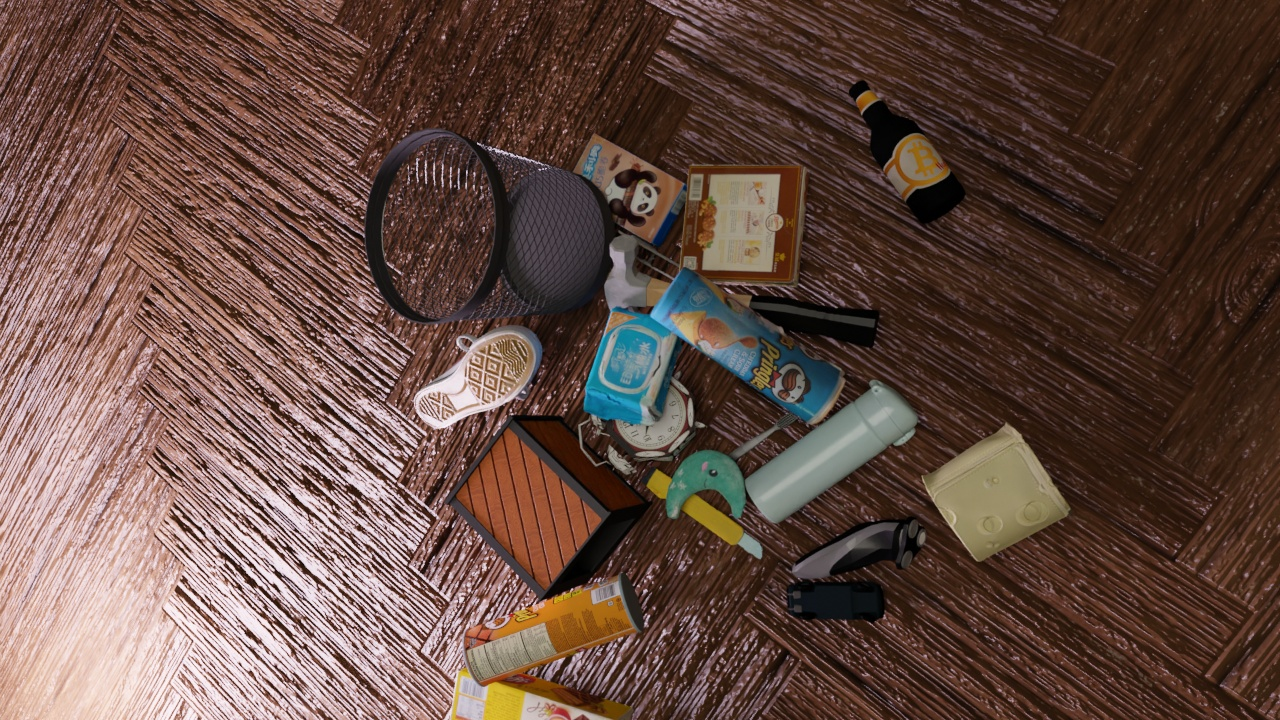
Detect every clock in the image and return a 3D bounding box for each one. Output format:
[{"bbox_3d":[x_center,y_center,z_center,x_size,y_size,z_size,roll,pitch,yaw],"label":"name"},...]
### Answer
[{"bbox_3d":[-0.003,0.080,1.144,0.155,0.065,0.114,-24,75,1],"label":"clock"}]

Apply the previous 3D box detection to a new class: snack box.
[{"bbox_3d":[-0.131,0.474,1.176,0.230,0.061,0.110,9,90,22],"label":"snack box"},{"bbox_3d":[0.127,-0.165,1.125,0.147,0.041,0.143,4,88,22],"label":"snack box"},{"bbox_3d":[-0.018,-0.221,1.189,0.151,0.034,0.087,33,99,21],"label":"snack box"}]

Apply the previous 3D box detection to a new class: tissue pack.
[{"bbox_3d":[-0.006,0.006,1.095,0.093,0.062,0.144,13,73,11],"label":"tissue pack"}]

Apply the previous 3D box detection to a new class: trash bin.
[{"bbox_3d":[-0.112,0.177,1.144,0.172,0.139,0.140,42,101,18],"label":"trash bin"},{"bbox_3d":[-0.174,-0.152,1.119,0.218,0.226,0.218,1,92,36],"label":"trash bin"}]

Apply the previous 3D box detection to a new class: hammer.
[{"bbox_3d":[0.117,-0.065,1.102,0.328,0.039,0.131,11,130,14],"label":"hammer"}]

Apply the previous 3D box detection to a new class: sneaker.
[{"bbox_3d":[-0.205,0.015,1.221,0.242,0.087,0.118,-28,100,37],"label":"sneaker"}]

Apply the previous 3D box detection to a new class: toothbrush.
[{"bbox_3d":[0.125,0.110,1.126,0.168,0.013,0.013,-37,74,18],"label":"toothbrush"}]

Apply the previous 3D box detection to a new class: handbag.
[{"bbox_3d":[0.383,0.142,0.987,0.119,0.081,0.111,-35,88,13],"label":"handbag"}]

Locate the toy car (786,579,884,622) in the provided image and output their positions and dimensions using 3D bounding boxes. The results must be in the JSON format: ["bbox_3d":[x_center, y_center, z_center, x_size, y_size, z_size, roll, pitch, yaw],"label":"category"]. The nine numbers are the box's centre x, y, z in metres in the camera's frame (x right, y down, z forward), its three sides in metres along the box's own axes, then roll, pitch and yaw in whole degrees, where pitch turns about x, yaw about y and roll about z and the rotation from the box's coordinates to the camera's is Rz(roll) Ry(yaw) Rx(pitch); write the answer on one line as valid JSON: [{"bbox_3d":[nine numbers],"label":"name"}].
[{"bbox_3d":[0.226,0.278,1.063,0.112,0.034,0.046,-5,84,22],"label":"toy car"}]

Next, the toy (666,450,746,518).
[{"bbox_3d":[0.080,0.150,1.112,0.105,0.033,0.085,-5,67,30],"label":"toy"}]

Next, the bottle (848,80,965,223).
[{"bbox_3d":[0.297,-0.246,1.054,0.059,0.059,0.181,-34,75,16],"label":"bottle"}]

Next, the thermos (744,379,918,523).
[{"bbox_3d":[0.220,0.106,1.060,0.207,0.065,0.078,-38,96,15],"label":"thermos"}]

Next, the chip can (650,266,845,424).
[{"bbox_3d":[0.125,-0.018,1.057,0.229,0.079,0.080,34,99,-4],"label":"chip can"}]

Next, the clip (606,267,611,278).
[{"bbox_3d":[-0.068,-0.128,1.206,0.054,0.044,0.049,-10,108,22],"label":"clip"}]

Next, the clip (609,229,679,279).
[{"bbox_3d":[0.006,-0.145,1.166,0.050,0.101,0.058,-53,28,18],"label":"clip"}]

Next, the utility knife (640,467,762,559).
[{"bbox_3d":[0.076,0.189,1.136,0.179,0.017,0.030,34,103,23],"label":"utility knife"}]

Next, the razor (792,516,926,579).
[{"bbox_3d":[0.246,0.219,1.051,0.156,0.057,0.060,-18,52,27],"label":"razor"}]

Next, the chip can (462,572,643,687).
[{"bbox_3d":[-0.109,0.337,1.146,0.215,0.075,0.075,-21,79,7],"label":"chip can"}]
